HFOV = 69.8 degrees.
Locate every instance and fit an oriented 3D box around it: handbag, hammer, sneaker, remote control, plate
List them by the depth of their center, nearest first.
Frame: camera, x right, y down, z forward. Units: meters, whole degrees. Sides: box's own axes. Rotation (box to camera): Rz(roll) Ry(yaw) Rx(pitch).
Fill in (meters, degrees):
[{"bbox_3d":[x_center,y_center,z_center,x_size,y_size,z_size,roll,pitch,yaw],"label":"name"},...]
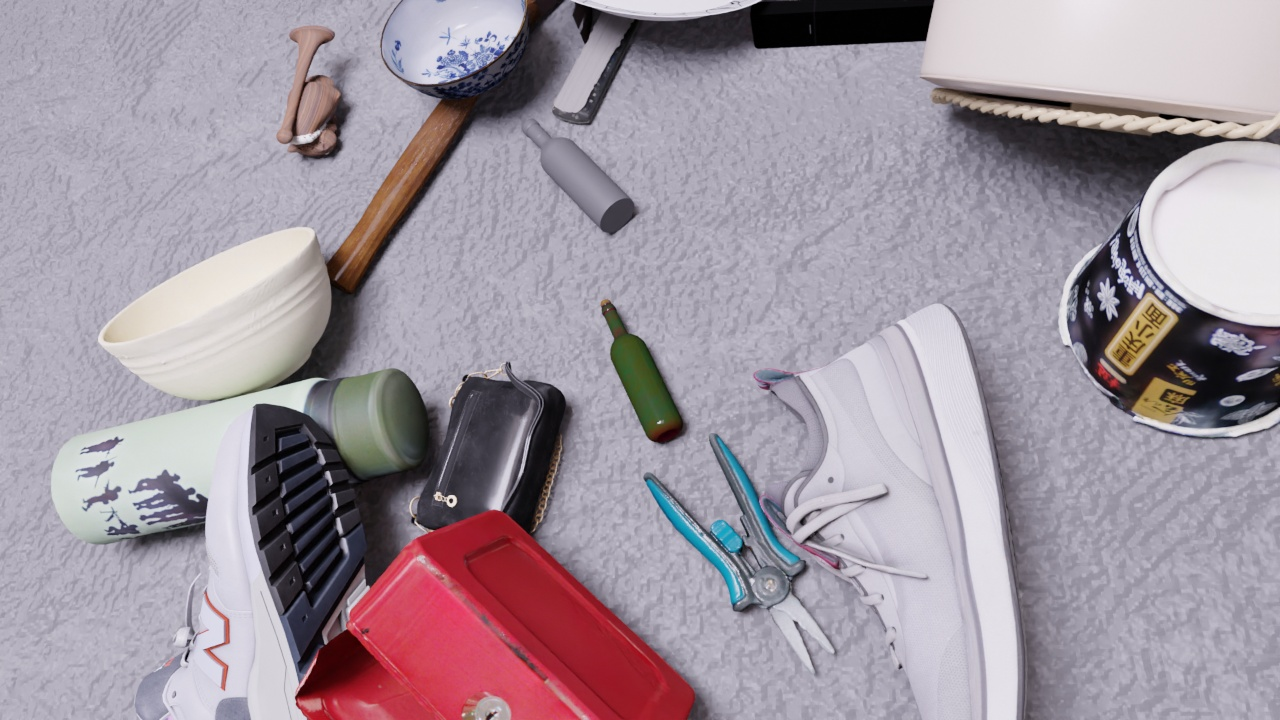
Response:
[{"bbox_3d":[0.130,0.101,0.484,0.129,0.096,0.262,-13,65,20],"label":"sneaker"},{"bbox_3d":[-0.216,0.152,0.498,0.124,0.088,0.239,-22,75,16],"label":"sneaker"},{"bbox_3d":[0.271,-0.181,0.510,0.211,0.208,0.103,13,109,18],"label":"handbag"},{"bbox_3d":[-0.096,0.061,0.571,0.079,0.054,0.128,9,72,21],"label":"handbag"},{"bbox_3d":[0.155,-0.243,0.653,0.150,0.034,0.013,2,67,14],"label":"remote control"},{"bbox_3d":[0.010,-0.290,0.687,0.188,0.016,0.188,2,44,-2],"label":"plate"},{"bbox_3d":[-0.144,-0.190,0.705,0.115,0.033,0.322,23,75,23],"label":"hammer"},{"bbox_3d":[-0.028,-0.240,0.708,0.033,0.013,0.136,18,70,19],"label":"remote control"}]

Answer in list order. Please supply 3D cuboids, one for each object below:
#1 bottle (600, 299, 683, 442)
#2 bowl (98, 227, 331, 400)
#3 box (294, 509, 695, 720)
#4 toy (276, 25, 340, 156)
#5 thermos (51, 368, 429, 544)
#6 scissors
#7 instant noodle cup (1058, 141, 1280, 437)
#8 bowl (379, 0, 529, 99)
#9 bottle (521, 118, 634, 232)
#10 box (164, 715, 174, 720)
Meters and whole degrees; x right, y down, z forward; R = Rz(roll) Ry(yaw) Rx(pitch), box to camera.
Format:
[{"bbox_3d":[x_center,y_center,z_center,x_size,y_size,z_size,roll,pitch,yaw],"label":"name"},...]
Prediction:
[{"bbox_3d":[-0.003,0.003,0.589,0.025,0.025,0.106,-26,64,1],"label":"bottle"},{"bbox_3d":[-0.272,-0.022,0.622,0.151,0.075,0.150,-19,26,9],"label":"bowl"},{"bbox_3d":[-0.059,0.156,0.454,0.157,0.133,0.110,38,107,10],"label":"box"},{"bbox_3d":[-0.260,-0.206,0.724,0.042,0.055,0.101,0,70,18],"label":"toy"},{"bbox_3d":[-0.250,0.061,0.592,0.231,0.082,0.082,-13,64,10],"label":"thermos"},{"bbox_3d":[0.056,0.107,0.533,0.148,0.019,0.123,16,67,13],"label":"scissors"},{"bbox_3d":[0.306,-0.042,0.487,0.137,0.112,0.137,-5,65,11],"label":"instant noodle cup"},{"bbox_3d":[-0.128,-0.232,0.675,0.114,0.045,0.114,-7,65,14],"label":"bowl"},{"bbox_3d":[-0.050,-0.138,0.658,0.030,0.030,0.113,-39,64,-5],"label":"bottle"},{"bbox_3d":[-0.202,0.258,0.521,0.151,0.035,0.214,-22,64,10],"label":"box"}]
